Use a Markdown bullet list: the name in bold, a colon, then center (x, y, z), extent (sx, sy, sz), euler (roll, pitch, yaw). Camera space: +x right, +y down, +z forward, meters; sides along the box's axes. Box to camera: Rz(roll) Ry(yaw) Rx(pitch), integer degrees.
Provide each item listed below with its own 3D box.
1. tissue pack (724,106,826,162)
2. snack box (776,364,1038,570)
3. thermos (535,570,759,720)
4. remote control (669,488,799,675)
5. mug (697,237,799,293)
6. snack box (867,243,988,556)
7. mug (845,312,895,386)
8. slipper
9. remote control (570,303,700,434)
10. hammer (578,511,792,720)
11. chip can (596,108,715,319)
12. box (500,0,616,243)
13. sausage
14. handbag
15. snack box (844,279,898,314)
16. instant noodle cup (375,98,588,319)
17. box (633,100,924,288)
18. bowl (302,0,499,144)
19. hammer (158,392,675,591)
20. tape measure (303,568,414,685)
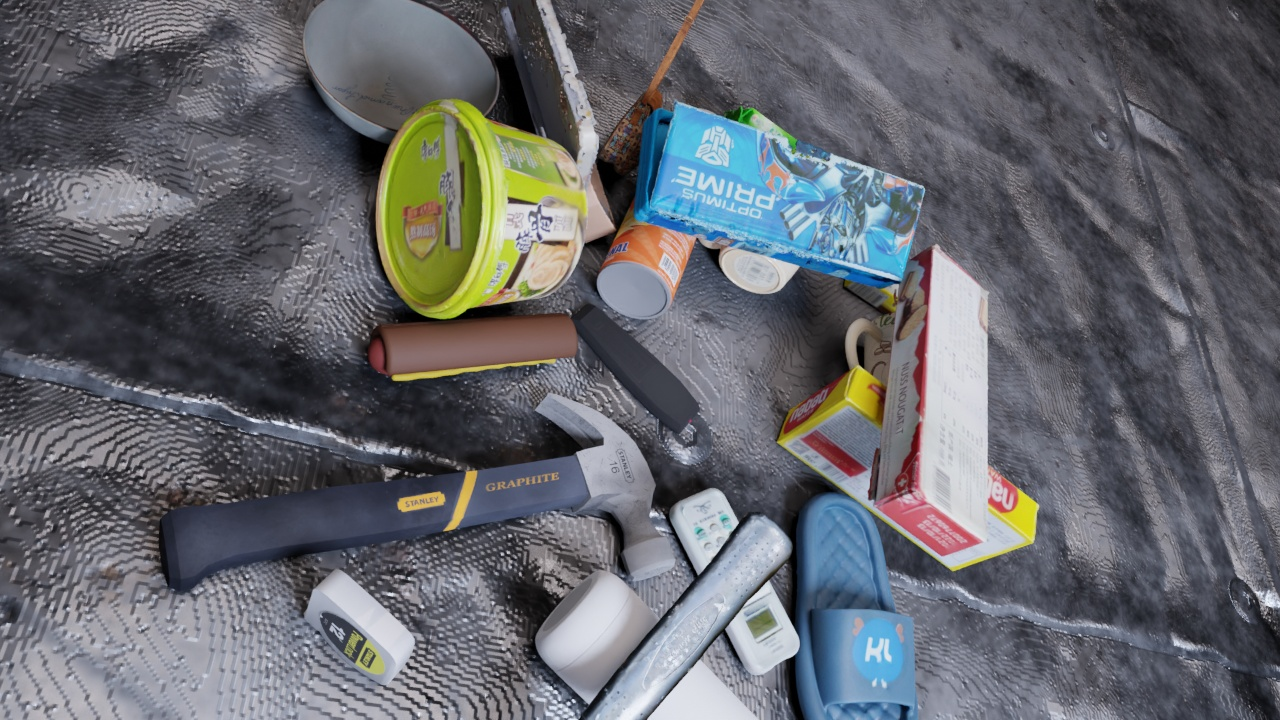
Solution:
- **tissue pack**: center (0.128, -0.199, 0.874), extent (0.114, 0.034, 0.099), euler (32, 8, -11)
- **snack box**: center (0.220, 0.093, 0.757), extent (0.200, 0.092, 0.042), euler (36, 50, -8)
- **thermos**: center (0.026, 0.244, 0.569), extent (0.230, 0.069, 0.101), euler (45, 58, -2)
- **remote control**: center (0.066, 0.160, 0.669), extent (0.050, 0.022, 0.133), euler (-16, 73, -38)
- **mug**: center (0.104, -0.122, 0.829), extent (0.111, 0.085, 0.104), euler (20, 61, 14)
- **snack box**: center (0.231, 0.020, 0.719), extent (0.076, 0.044, 0.272), euler (36, 46, -17)
- **mug**: center (0.223, 0.009, 0.815), extent (0.122, 0.081, 0.097), euler (35, 56, -30)
- **slipper**: center (0.167, 0.197, 0.686), extent (0.103, 0.059, 0.213), euler (18, 54, -25)
- **remote control**: center (-0.004, 0.004, 0.725), extent (0.124, 0.010, 0.039), euler (45, 50, 0)
- **hammer**: center (-0.019, 0.217, 0.510), extent (0.140, 0.036, 0.325), euler (45, 69, -1)
- **chip can**: center (0.025, -0.131, 0.788), extent (0.062, 0.062, 0.209), euler (31, 51, -12)
- **box**: center (-0.068, -0.217, 0.732), extent (0.063, 0.157, 0.216), euler (-12, 69, -12)
- **sausage**: center (-0.116, -0.011, 0.649), extent (0.155, 0.040, 0.040), euler (-6, 67, -34)
- **handbag**: center (0.028, -0.245, 0.771), extent (0.043, 0.196, 0.093), euler (29, 24, -6)
- **snack box**: center (0.274, -0.063, 0.926), extent (0.149, 0.026, 0.061), euler (30, 51, -13)
- **instant noodle cup**: center (-0.109, -0.102, 0.643), extent (0.097, 0.147, 0.146), euler (-2, 64, -44)
- **box**: center (0.118, -0.132, 0.745), extent (0.243, 0.066, 0.090), euler (12, 73, -22)
- **bowl**: center (-0.187, -0.213, 0.709), extent (0.150, 0.057, 0.150), euler (14, 54, -20)
- **hammer**: center (-0.129, 0.097, 0.580), extent (0.311, 0.035, 0.139), euler (-6, 65, -33)
- **tape measure**: center (-0.158, 0.150, 0.511), extent (0.065, 0.064, 0.016), euler (40, 49, 4)
